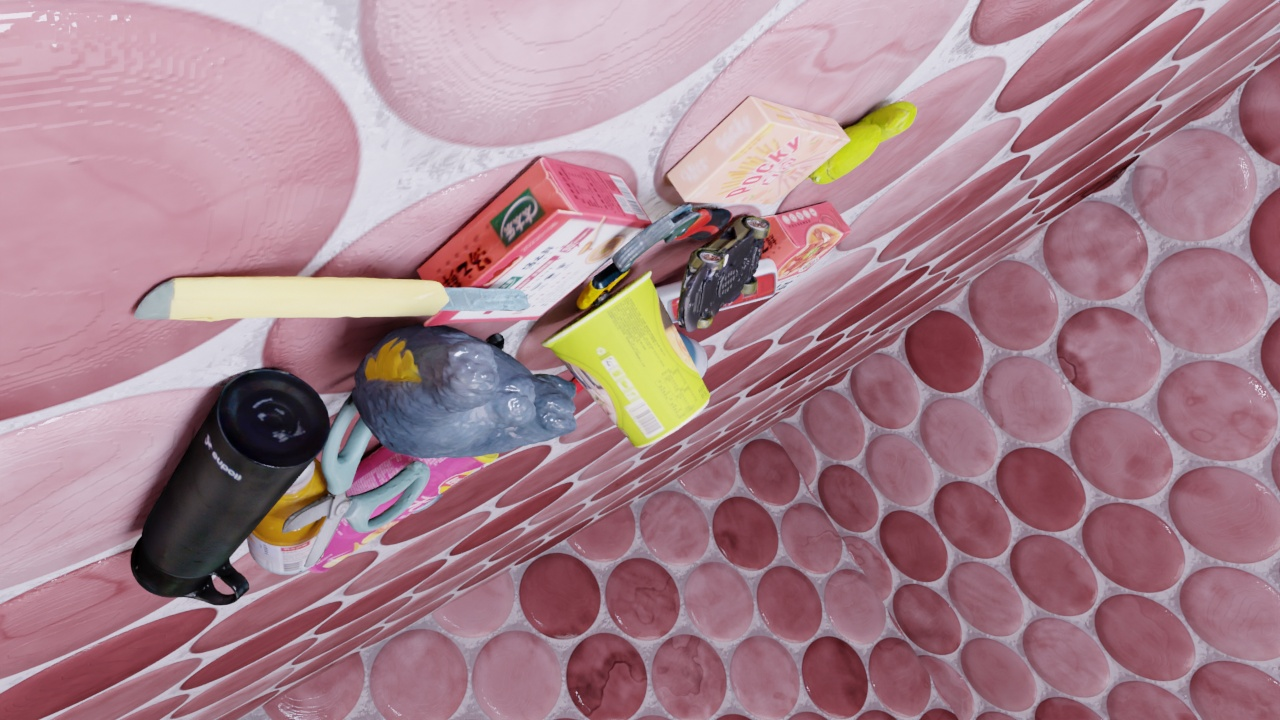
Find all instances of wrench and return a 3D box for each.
[{"bbox_3d":[0.037,-0.098,0.683,0.056,0.016,0.272,-36,180,19],"label":"wrench"}]

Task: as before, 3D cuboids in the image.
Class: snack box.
[{"bbox_3d":[0.092,-0.153,0.688,0.085,0.026,0.157,-39,167,31],"label":"snack box"},{"bbox_3d":[0.137,-0.107,0.950,0.126,0.044,0.113,-20,164,-43],"label":"snack box"},{"bbox_3d":[-0.069,-0.071,0.567,0.113,0.044,0.127,-36,169,23],"label":"snack box"}]

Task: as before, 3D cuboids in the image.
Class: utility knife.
[{"bbox_3d":[-0.032,-0.053,0.707,0.033,0.015,0.216,-36,-177,-9],"label":"utility knife"},{"bbox_3d":[-0.147,-0.030,0.479,0.204,0.021,0.031,2,142,-30],"label":"utility knife"}]

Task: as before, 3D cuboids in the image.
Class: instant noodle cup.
[{"bbox_3d":[-0.005,0.005,0.786,0.112,0.123,0.111,-33,-173,4],"label":"instant noodle cup"}]

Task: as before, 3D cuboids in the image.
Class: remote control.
[{"bbox_3d":[0.067,-0.065,0.899,0.136,0.020,0.056,-15,154,0],"label":"remote control"}]

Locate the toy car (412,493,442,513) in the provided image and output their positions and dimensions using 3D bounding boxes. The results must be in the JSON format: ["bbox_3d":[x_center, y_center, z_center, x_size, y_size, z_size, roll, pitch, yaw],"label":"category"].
[{"bbox_3d":[-0.250,0.134,0.959,0.054,0.036,0.120,-31,158,2],"label":"toy car"}]

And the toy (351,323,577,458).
[{"bbox_3d":[-0.119,0.021,0.632,0.138,0.091,0.356,-2,175,6],"label":"toy"}]

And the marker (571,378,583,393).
[{"bbox_3d":[-0.110,0.060,1.078,0.146,0.017,0.017,-40,166,35],"label":"marker"}]

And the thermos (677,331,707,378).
[{"bbox_3d":[0.028,-0.007,1.038,0.070,0.070,0.220,-34,168,8],"label":"thermos"}]

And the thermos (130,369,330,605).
[{"bbox_3d":[-0.282,0.101,0.633,0.243,0.090,0.068,-42,-171,41],"label":"thermos"}]

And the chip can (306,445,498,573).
[{"bbox_3d":[-0.236,0.117,0.856,0.211,0.071,0.071,-34,168,13],"label":"chip can"}]

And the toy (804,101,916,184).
[{"bbox_3d":[0.180,-0.182,0.767,0.100,0.031,0.097,-39,-170,-26],"label":"toy"}]

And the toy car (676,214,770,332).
[{"bbox_3d":[0.070,-0.079,0.803,0.157,0.042,0.070,-39,146,-50],"label":"toy car"}]

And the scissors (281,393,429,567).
[{"bbox_3d":[-0.208,0.078,0.720,0.171,0.019,0.170,-17,133,-65],"label":"scissors"}]

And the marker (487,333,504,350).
[{"bbox_3d":[-0.131,0.005,0.806,0.018,0.015,0.124,-28,165,-21],"label":"marker"}]

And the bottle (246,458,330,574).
[{"bbox_3d":[-0.285,0.120,0.743,0.067,0.068,0.190,-25,164,-30],"label":"bottle"}]
